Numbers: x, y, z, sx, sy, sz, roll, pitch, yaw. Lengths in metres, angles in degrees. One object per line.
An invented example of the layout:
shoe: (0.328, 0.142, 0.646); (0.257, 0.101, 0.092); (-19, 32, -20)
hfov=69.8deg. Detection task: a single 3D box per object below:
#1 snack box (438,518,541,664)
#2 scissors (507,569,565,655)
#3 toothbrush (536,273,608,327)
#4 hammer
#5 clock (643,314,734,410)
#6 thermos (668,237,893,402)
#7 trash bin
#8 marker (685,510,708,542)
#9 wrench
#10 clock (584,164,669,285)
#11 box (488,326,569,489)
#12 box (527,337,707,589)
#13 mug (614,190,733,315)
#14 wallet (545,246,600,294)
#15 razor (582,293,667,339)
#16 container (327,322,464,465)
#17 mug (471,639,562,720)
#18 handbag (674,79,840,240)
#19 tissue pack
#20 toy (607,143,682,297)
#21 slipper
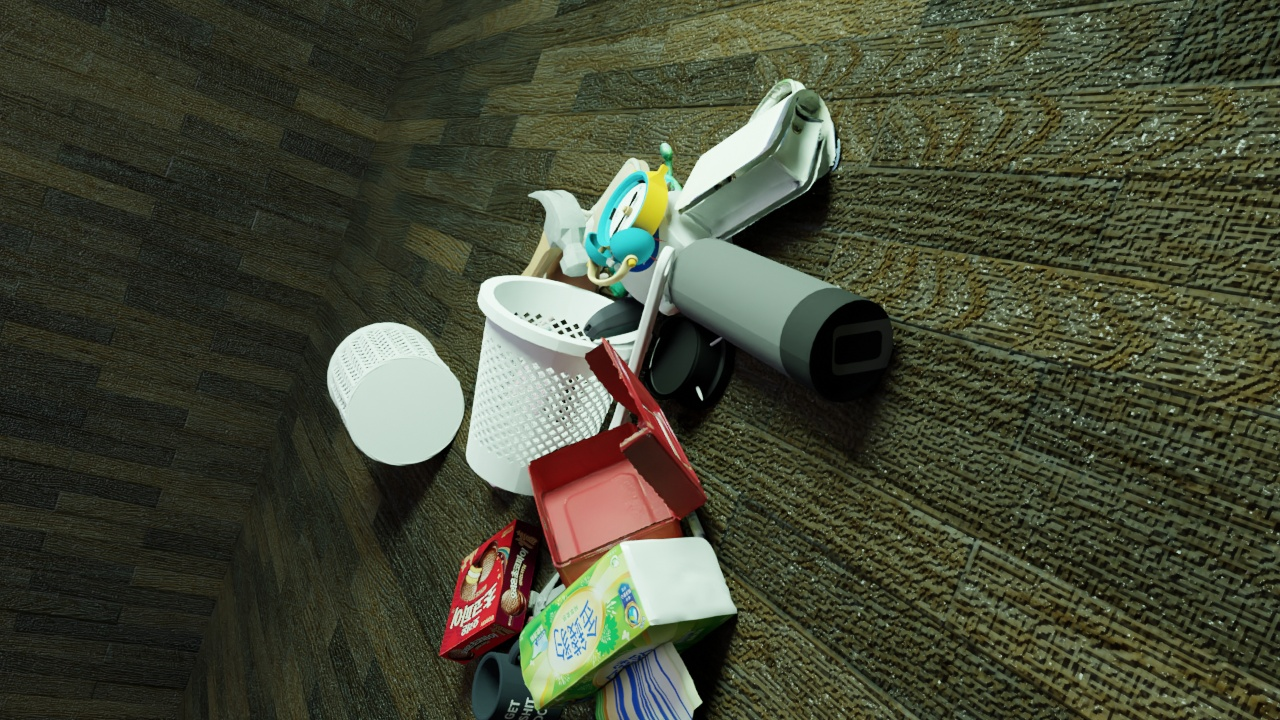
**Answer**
snack box: (-0.186, 0.288, 1.136); (0.152, 0.036, 0.132); (-40, 31, 43)
scissors: (-0.137, 0.308, 1.087); (0.180, 0.015, 0.185); (-3, 71, 59)
toothbrush: (-0.106, -0.066, 1.217); (0.182, 0.015, 0.018); (-34, 5, 30)
hammer: (-0.148, -0.104, 1.220); (0.329, 0.039, 0.131); (-47, 57, 54)
clock: (0.043, 0.001, 0.927); (0.121, 0.042, 0.091); (18, 90, 61)
thermos: (0.113, -0.042, 0.794); (0.240, 0.082, 0.082); (37, 106, 59)
trash bin: (-0.110, 0.034, 1.044); (0.195, 0.195, 0.200); (51, 128, 56)
marker: (0.046, 0.144, 0.874); (0.011, 0.011, 0.152); (-57, 32, 24)
wrench: (-0.006, 0.005, 0.941); (0.066, 0.018, 0.274); (-56, -15, -57)
clock: (-0.014, -0.134, 0.915); (0.099, 0.043, 0.129); (10, 76, 61)
box: (-0.166, 0.058, 1.231); (0.202, 0.066, 0.153); (-60, 31, 17)
box: (-0.040, 0.109, 0.868); (0.170, 0.156, 0.156); (-38, 35, 7)
mug: (0.035, -0.101, 0.950); (0.090, 0.091, 0.121); (-44, 41, 40)
wallet: (-0.088, -0.111, 1.168); (0.121, 0.013, 0.087); (34, 127, 47)
razor: (-0.015, -0.052, 0.987); (0.052, 0.142, 0.047); (51, 127, 10)
container: (-0.403, 0.052, 1.506); (0.187, 0.189, 0.189); (35, 104, 59)
mug: (-0.124, 0.340, 0.983); (0.105, 0.077, 0.071); (-64, 30, 12)
handbag: (0.126, -0.207, 0.898); (0.152, 0.074, 0.175); (-26, 33, 51)
tissue pack: (-0.007, 0.263, 0.805); (0.198, 0.120, 0.141); (-52, 49, 41)
toy: (0.001, -0.154, 1.066); (0.194, 0.072, 0.130); (125, 148, -44)
slipper: (-0.076, -0.166, 1.214); (0.264, 0.052, 0.114); (-47, 39, 36)
